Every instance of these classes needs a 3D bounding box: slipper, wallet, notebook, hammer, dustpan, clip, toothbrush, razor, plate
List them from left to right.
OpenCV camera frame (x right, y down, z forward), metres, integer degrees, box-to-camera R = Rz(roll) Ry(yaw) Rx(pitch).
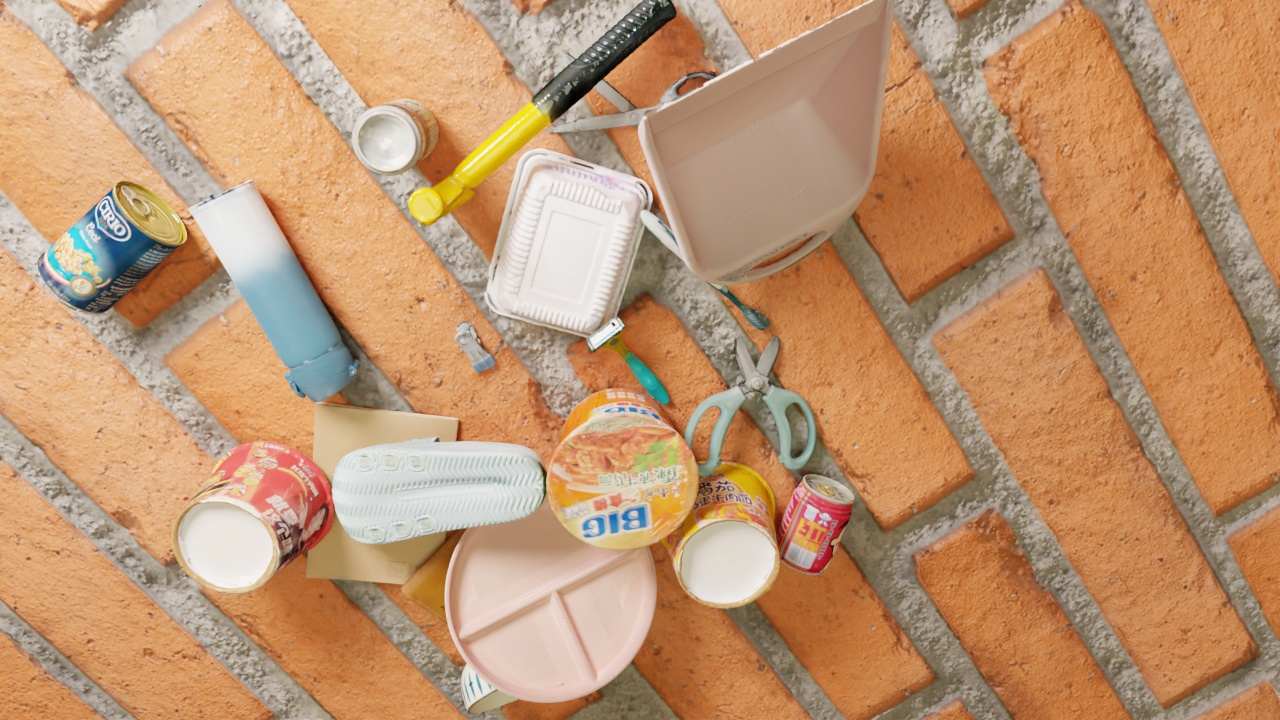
[{"bbox_3d":[-0.284,0.152,1.003,0.149,0.012,0.212,7,109,-7],"label":"notebook"},{"bbox_3d":[-0.209,0.126,0.954,0.246,0.074,0.104,-7,103,14],"label":"slipper"},{"bbox_3d":[-0.172,-0.012,0.947,0.024,0.027,0.056,-23,119,6],"label":"clip"},{"bbox_3d":[-0.180,0.245,1.030,0.119,0.035,0.131,42,100,-13],"label":"wallet"},{"bbox_3d":[-0.090,-0.227,0.833,0.301,0.128,0.033,-41,103,1],"label":"hammer"},{"bbox_3d":[-0.095,0.247,0.989,0.229,0.028,0.229,2,81,-15],"label":"plate"},{"bbox_3d":[-0.006,0.006,0.948,0.043,0.028,0.132,-39,131,4],"label":"razor"},{"bbox_3d":[0.068,-0.088,0.918,0.191,0.018,0.016,40,72,-27],"label":"toothbrush"},{"bbox_3d":[0.126,-0.165,0.808,0.222,0.273,0.139,-28,88,-1],"label":"dustpan"}]

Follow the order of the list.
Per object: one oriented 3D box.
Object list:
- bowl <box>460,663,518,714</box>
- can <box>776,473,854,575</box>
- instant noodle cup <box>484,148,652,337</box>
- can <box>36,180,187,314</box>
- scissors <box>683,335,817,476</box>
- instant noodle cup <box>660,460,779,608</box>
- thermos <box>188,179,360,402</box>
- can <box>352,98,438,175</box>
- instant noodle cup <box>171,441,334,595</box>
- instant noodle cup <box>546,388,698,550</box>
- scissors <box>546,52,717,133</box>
[{"bbox_3d":[-0.151,0.345,1.041,0.116,0.116,0.066,-30,65,7],"label":"bowl"},{"bbox_3d":[0.192,0.180,1.015,0.066,0.066,0.094,16,108,-9],"label":"can"},{"bbox_3d":[-0.072,-0.107,0.899,0.138,0.060,0.174,15,107,-9],"label":"instant noodle cup"},{"bbox_3d":[-0.497,-0.104,0.863,0.111,0.075,0.075,-38,108,10],"label":"can"},{"bbox_3d":[0.132,0.063,0.985,0.180,0.019,0.170,27,92,-19],"label":"scissors"},{"bbox_3d":[0.086,0.192,0.989,0.138,0.109,0.138,-1,110,-2],"label":"instant noodle cup"},{"bbox_3d":[-0.352,-0.063,0.892,0.070,0.070,0.220,-22,110,4],"label":"thermos"},{"bbox_3d":[-0.217,-0.202,0.823,0.058,0.116,0.058,-1,109,-3],"label":"can"},{"bbox_3d":[-0.399,0.166,0.941,0.138,0.108,0.138,1,108,3],"label":"instant noodle cup"},{"bbox_3d":[-0.021,0.103,0.948,0.151,0.111,0.151,-1,109,-4],"label":"instant noodle cup"},{"bbox_3d":[0.000,-0.236,0.880,0.159,0.014,0.181,-39,107,10],"label":"scissors"}]
